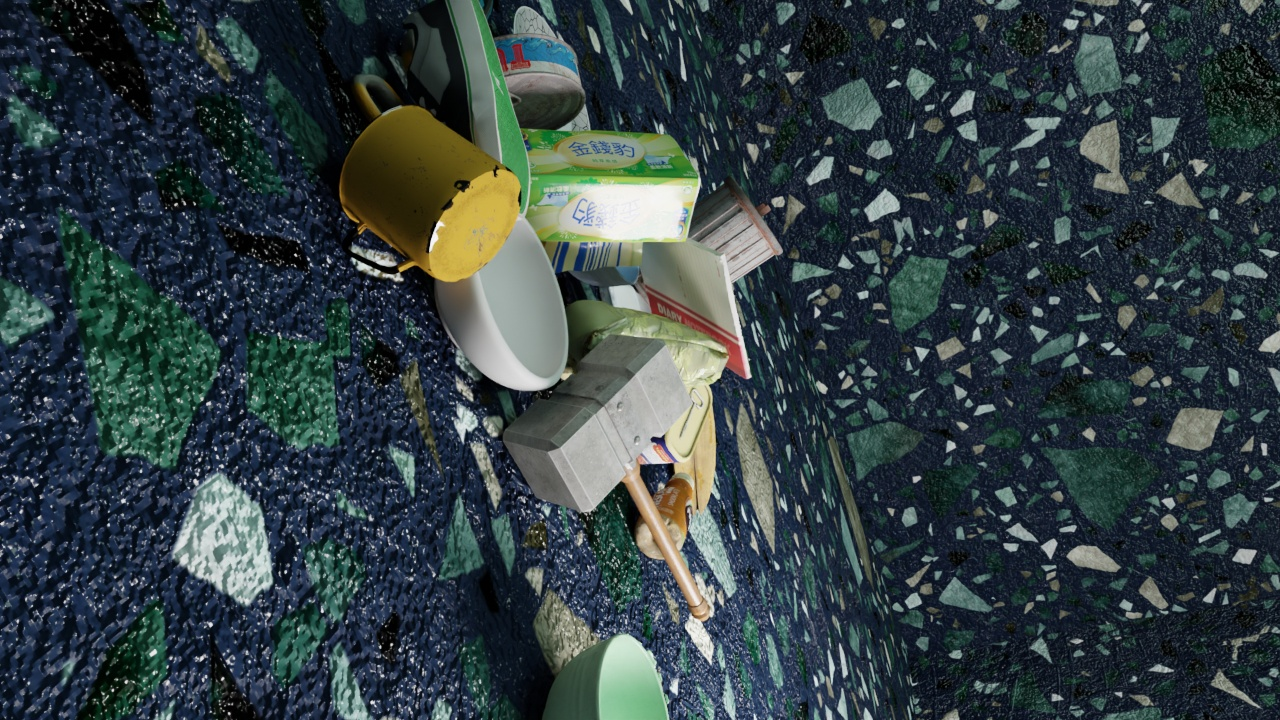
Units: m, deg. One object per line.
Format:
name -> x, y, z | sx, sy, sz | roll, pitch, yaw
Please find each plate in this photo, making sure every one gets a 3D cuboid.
plate -> -0.109, -0.325, 1.094 | 0.188, 0.016, 0.188 | -16, 90, -72

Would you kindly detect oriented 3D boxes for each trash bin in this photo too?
trash bin -> 0.093, -0.157, 1.302 | 0.131, 0.211, 0.130 | 53, 10, -14

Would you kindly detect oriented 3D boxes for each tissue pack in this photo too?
tissue pack -> -0.052, -0.153, 0.956 | 0.120, 0.197, 0.142 | -105, -158, -49

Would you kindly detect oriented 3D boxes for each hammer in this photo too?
hammer -> 0.008, 0.148, 0.906 | 0.162, 0.083, 0.318 | -44, 123, -31

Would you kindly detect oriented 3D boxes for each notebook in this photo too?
notebook -> 0.051, -0.079, 1.034 | 0.209, 0.012, 0.153 | 37, -32, 54

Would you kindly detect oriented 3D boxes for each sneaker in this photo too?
sneaker -> -0.153, -0.211, 0.782 | 0.084, 0.079, 0.235 | 59, 13, -66

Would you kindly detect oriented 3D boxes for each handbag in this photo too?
handbag -> -0.006, 0.006, 0.987 | 0.113, 0.186, 0.117 | 38, -66, 64

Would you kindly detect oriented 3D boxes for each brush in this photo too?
brush -> 0.073, 0.113, 1.259 | 0.043, 0.059, 0.195 | -61, 149, -86

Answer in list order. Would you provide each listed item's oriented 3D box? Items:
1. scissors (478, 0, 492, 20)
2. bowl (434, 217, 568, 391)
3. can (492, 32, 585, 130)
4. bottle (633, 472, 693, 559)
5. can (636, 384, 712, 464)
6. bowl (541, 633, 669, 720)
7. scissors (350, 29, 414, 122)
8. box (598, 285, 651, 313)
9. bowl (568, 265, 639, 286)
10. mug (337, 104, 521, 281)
scissors -> -0.185, -0.395, 1.024 | 0.126, 0.019, 0.144 | -15, 95, -78
bowl -> -0.131, -0.053, 0.803 | 0.176, 0.066, 0.176 | -16, 90, -73
can -> -0.123, -0.270, 0.917 | 0.130, 0.130, 0.044 | 21, 54, -69
bottle -> 0.037, 0.182, 1.126 | 0.166, 0.059, 0.059 | -51, 123, -70
can -> 0.021, 0.067, 1.062 | 0.056, 0.092, 0.116 | 52, 47, -33
bowl -> -0.033, 0.308, 0.759 | 0.150, 0.077, 0.151 | -16, 90, -73
scissors -> -0.191, -0.196, 0.830 | 0.216, 0.016, 0.225 | -30, 103, -72
box -> 0.006, -0.003, 1.254 | 0.189, 0.037, 0.208 | 12, 64, -67
bowl -> -0.064, -0.151, 1.088 | 0.150, 0.075, 0.150 | -16, 90, -73
mug -> -0.159, -0.112, 0.675 | 0.094, 0.123, 0.100 | 36, -14, 18
